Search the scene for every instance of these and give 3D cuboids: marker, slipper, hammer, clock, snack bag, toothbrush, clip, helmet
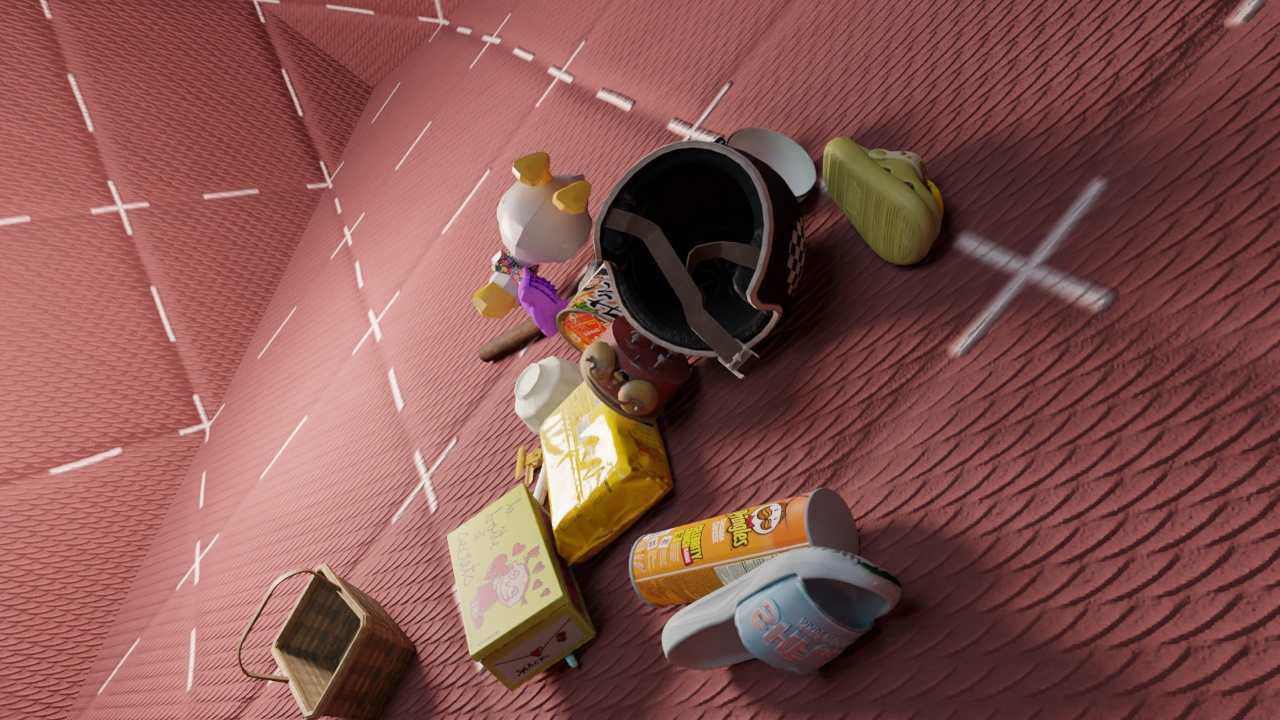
[{"bbox_3d":[-0.130,0.168,1.209,0.017,0.017,0.145,-17,49,46],"label":"marker"},{"bbox_3d":[0.260,-0.173,0.956,0.081,0.092,0.190,-17,43,-13],"label":"slipper"},{"bbox_3d":[-0.153,-0.088,1.458,0.301,0.037,0.217,-24,43,41],"label":"hammer"},{"bbox_3d":[-0.006,0.006,1.065,0.081,0.117,0.158,-51,-8,29],"label":"clock"},{"bbox_3d":[0.112,0.225,0.760,0.246,0.104,0.074,-36,38,39],"label":"slipper"},{"bbox_3d":[-0.051,0.114,1.106,0.160,0.068,0.247,-42,34,19],"label":"snack bag"},{"bbox_3d":[-0.108,0.301,1.060,0.016,0.016,0.181,-48,31,-5],"label":"toothbrush"},{"bbox_3d":[-0.146,0.140,1.260,0.049,0.044,0.053,-6,46,7],"label":"clip"},{"bbox_3d":[0.070,-0.114,0.987,0.233,0.253,0.234,19,88,20],"label":"helmet"}]

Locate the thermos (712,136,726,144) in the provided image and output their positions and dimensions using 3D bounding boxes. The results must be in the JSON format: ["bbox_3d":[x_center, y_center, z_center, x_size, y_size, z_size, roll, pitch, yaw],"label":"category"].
[{"bbox_3d":[0.055,-0.212,1.243,0.199,0.086,0.086,-42,34,20],"label":"thermos"}]

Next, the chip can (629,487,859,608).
[{"bbox_3d":[0.090,0.178,0.851,0.216,0.075,0.075,-24,44,41],"label":"chip can"}]

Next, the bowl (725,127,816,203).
[{"bbox_3d":[0.148,-0.221,1.121,0.062,0.118,0.117,117,165,-52],"label":"bowl"}]

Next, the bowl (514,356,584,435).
[{"bbox_3d":[-0.137,0.042,1.294,0.118,0.061,0.117,-35,36,31],"label":"bowl"}]

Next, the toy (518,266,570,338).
[{"bbox_3d":[-0.142,-0.089,1.324,0.056,0.088,0.105,-30,39,27],"label":"toy"}]

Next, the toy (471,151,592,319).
[{"bbox_3d":[-0.155,-0.194,1.403,0.245,0.141,0.268,-52,-5,-36],"label":"toy"}]

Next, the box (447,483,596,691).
[{"bbox_3d":[-0.144,0.253,1.058,0.124,0.082,0.221,-33,34,2],"label":"box"}]

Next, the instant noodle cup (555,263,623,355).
[{"bbox_3d":[-0.029,-0.073,1.212,0.124,0.123,0.121,-8,46,50],"label":"instant noodle cup"}]

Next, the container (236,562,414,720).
[{"bbox_3d":[-0.451,0.384,1.280,0.250,0.186,0.157,14,72,57],"label":"container"}]
